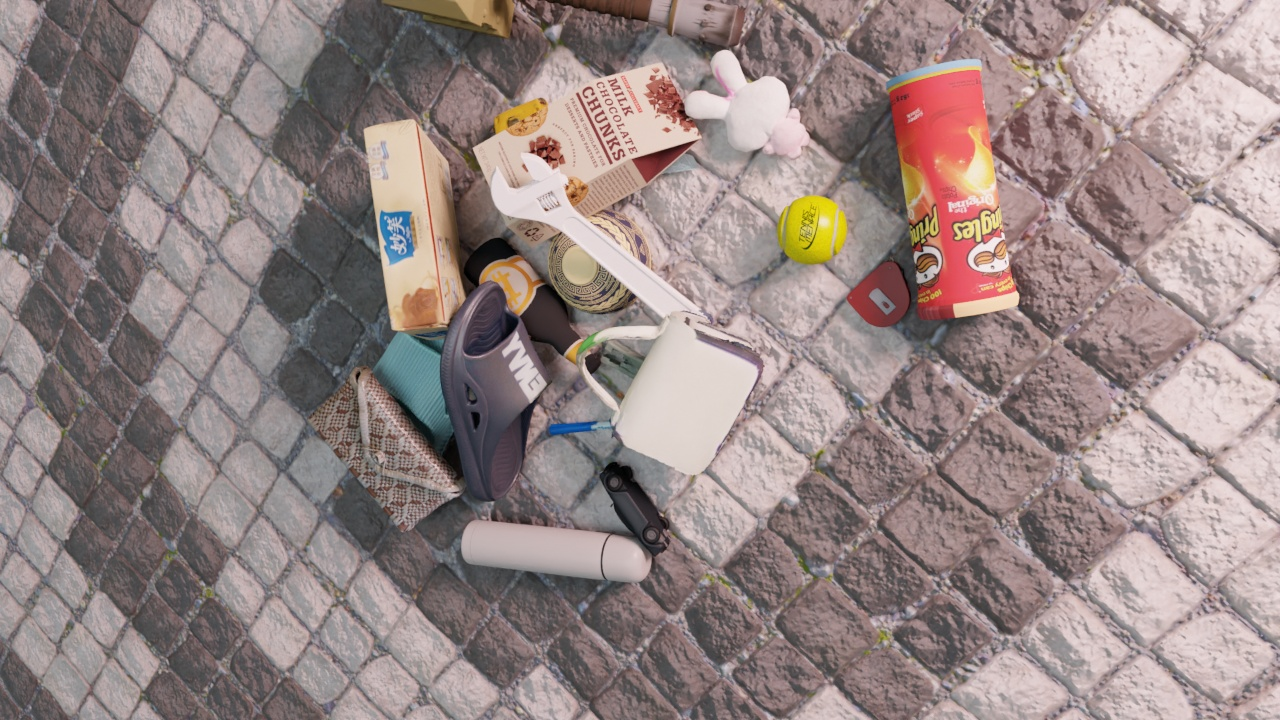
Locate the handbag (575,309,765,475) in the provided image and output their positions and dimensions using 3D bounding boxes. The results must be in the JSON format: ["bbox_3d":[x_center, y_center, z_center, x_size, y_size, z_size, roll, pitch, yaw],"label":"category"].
[{"bbox_3d":[0.017,0.016,0.931,0.176,0.074,0.151,22,109,-15],"label":"handbag"}]

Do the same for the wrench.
[{"bbox_3d":[-0.033,-0.106,0.908,0.273,0.018,0.066,38,109,-24],"label":"wrench"}]

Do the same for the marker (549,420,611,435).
[{"bbox_3d":[-0.037,0.071,1.022,0.142,0.013,0.013,-7,97,23],"label":"marker"}]

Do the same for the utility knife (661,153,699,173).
[{"bbox_3d":[-0.035,-0.199,0.969,0.207,0.015,0.031,0,100,26],"label":"utility knife"}]

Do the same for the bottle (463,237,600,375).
[{"bbox_3d":[-0.113,-0.053,1.004,0.181,0.059,0.059,45,112,9],"label":"bottle"}]

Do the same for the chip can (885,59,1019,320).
[{"bbox_3d":[0.275,-0.147,0.813,0.087,0.086,0.213,-8,95,23],"label":"chip can"}]

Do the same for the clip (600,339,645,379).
[{"bbox_3d":[-0.006,0.005,0.992,0.076,0.023,0.043,29,111,17],"label":"clip"}]

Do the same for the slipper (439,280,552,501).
[{"bbox_3d":[-0.146,0.048,0.981,0.083,0.110,0.269,14,125,22],"label":"slipper"}]

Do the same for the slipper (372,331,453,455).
[{"bbox_3d":[-0.265,0.051,1.083,0.116,0.069,0.277,29,110,12],"label":"slipper"}]

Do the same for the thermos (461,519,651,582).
[{"bbox_3d":[-0.097,0.218,1.050,0.224,0.052,0.052,1,100,22],"label":"thermos"}]

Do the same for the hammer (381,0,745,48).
[{"bbox_3d":[-0.060,-0.355,0.890,0.325,0.190,0.101,13,105,2],"label":"hammer"}]

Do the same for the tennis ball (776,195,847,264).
[{"bbox_3d":[0.163,-0.124,0.874,0.065,0.065,0.065,4,101,22],"label":"tennis ball"}]

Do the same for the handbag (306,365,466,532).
[{"bbox_3d":[-0.297,0.106,1.061,0.124,0.046,0.186,-36,96,37],"label":"handbag"}]

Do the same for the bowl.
[{"bbox_3d":[-0.052,-0.102,0.969,0.112,0.061,0.112,4,101,22],"label":"bowl"}]

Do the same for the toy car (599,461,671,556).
[{"bbox_3d":[-0.007,0.163,1.007,0.034,0.046,0.112,-37,86,19],"label":"toy car"}]

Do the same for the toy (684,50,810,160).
[{"bbox_3d":[0.109,-0.240,0.890,0.125,0.037,0.076,34,102,6],"label":"toy"}]

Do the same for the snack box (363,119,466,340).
[{"bbox_3d":[-0.232,-0.128,0.971,0.055,0.153,0.207,-8,88,0],"label":"snack box"}]

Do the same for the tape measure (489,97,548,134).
[{"bbox_3d":[-0.127,-0.244,0.992,0.068,0.030,0.059,-14,92,24],"label":"tape measure"}]

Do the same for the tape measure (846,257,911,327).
[{"bbox_3d":[0.235,-0.062,0.881,0.051,0.019,0.059,48,113,8],"label":"tape measure"}]

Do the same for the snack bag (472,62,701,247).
[{"bbox_3d":[-0.050,-0.212,0.924,0.206,0.070,0.094,-27,74,8],"label":"snack bag"}]
